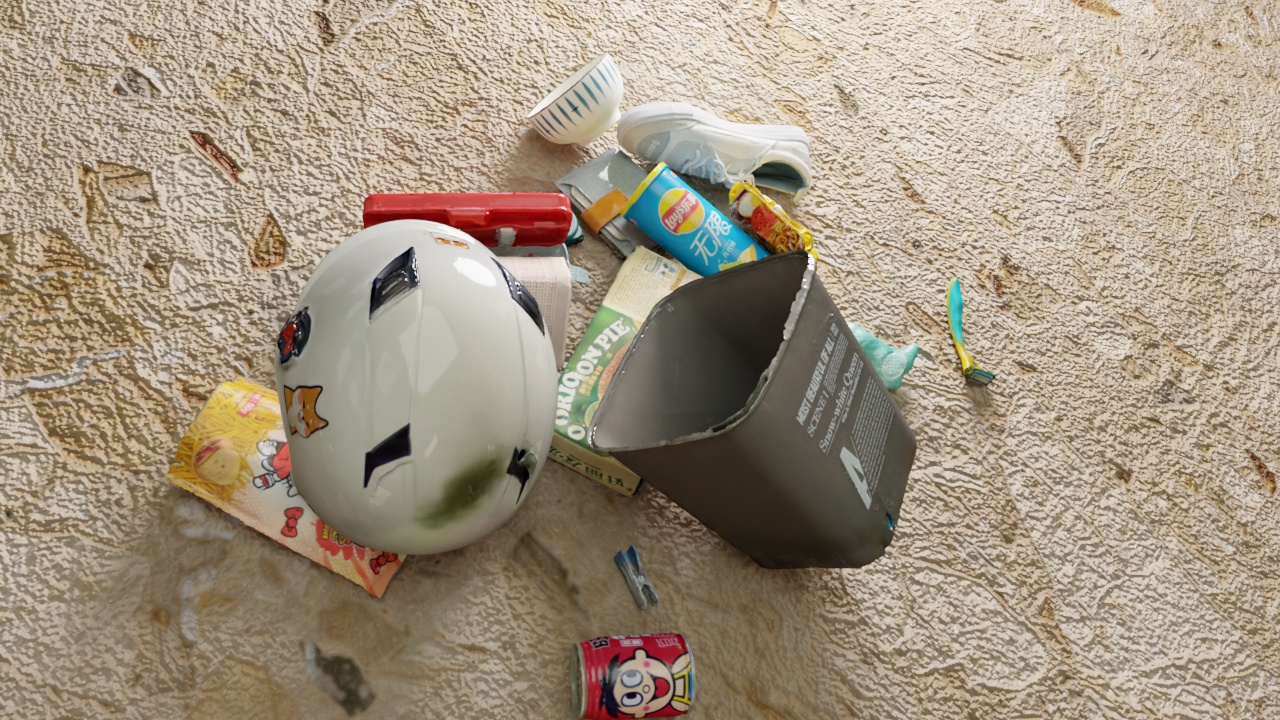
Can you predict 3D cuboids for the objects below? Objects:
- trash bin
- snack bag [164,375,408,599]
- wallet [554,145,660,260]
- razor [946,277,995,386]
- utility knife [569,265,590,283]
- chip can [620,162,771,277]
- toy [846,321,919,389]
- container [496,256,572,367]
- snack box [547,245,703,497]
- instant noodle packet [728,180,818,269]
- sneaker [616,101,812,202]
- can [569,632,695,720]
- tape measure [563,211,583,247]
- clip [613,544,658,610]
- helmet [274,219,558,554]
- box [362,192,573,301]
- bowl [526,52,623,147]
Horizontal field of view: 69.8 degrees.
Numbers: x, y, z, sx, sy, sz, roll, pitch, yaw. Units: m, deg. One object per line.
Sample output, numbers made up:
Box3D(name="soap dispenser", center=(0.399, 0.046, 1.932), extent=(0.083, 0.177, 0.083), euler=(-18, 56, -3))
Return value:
Box3D(name="trash bin", center=(0.111, 0.057, 0.795), extent=(0.220, 0.199, 0.198), euler=(45, 54, -25))
Box3D(name="snack bag", center=(-0.281, 0.102, 0.786), extent=(0.208, 0.073, 0.128), euler=(29, 57, -6))
Box3D(name="wallet", center=(-0.019, -0.175, 1.020), extent=(0.106, 0.037, 0.129), euler=(-37, 75, -30))
Box3D(name="razor", center=(0.368, -0.035, 1.043), extent=(0.043, 0.028, 0.132), euler=(14, 59, -34))
Box3D(name="utility knife", center=(-0.141, -0.107, 0.959), extent=(0.182, 0.019, 0.030), euler=(8, 64, -2))
Box3D(name="chip can", center=(0.080, -0.115, 0.970), extent=(0.210, 0.071, 0.071), euler=(40, 58, -3))
Box3D(name="toy", center=(0.246, -0.001, 0.990), extent=(0.092, 0.030, 0.096), euler=(34, 72, 0))
Box3D(name="container", center=(-0.127, -0.050, 0.861), extent=(0.111, 0.090, 0.090), euler=(3, 21, -12))
Box3D(name="snack box", center=(-0.005, 0.005, 0.904), extent=(0.114, 0.063, 0.239), euler=(26, 58, 1))
Box3D(name="instant noodle packet", center=(0.146, -0.141, 1.002), extent=(0.044, 0.128, 0.111), euler=(-46, 78, 9))
Box3D(name="sneaker", center=(0.089, -0.229, 1.055), extent=(0.242, 0.090, 0.090), euler=(4, 64, -20))
Box3D(name="can", center=(-0.008, 0.260, 0.755), extent=(0.093, 0.067, 0.066), euler=(1, 61, -14))
Box3D(name="tape measure", center=(-0.095, -0.145, 0.990), extent=(0.058, 0.025, 0.054), euler=(-15, 67, -23))
Box3D(name="clip", center=(-0.004, 0.195, 0.820), extent=(0.037, 0.026, 0.058), euler=(-19, 70, -31))
Box3D(name="helmet", center=(-0.158, 0.029, 0.717), extent=(0.229, 0.157, 0.274), euler=(6, 95, -32))
Box3D(name="box", center=(-0.166, -0.103, 0.899), extent=(0.201, 0.094, 0.100), euler=(-3, 73, -11))
Box3D(name="bowl", center=(-0.064, -0.285, 1.037), extent=(0.066, 0.117, 0.116), euler=(50, 56, -21))
